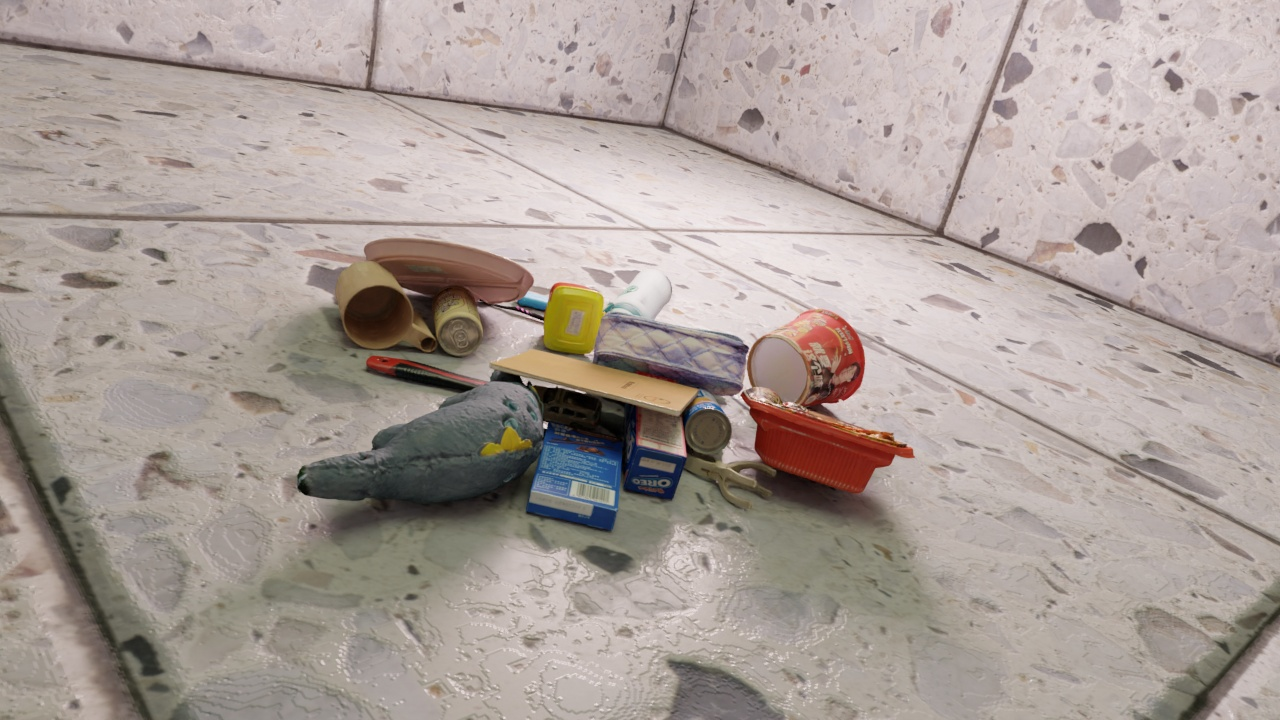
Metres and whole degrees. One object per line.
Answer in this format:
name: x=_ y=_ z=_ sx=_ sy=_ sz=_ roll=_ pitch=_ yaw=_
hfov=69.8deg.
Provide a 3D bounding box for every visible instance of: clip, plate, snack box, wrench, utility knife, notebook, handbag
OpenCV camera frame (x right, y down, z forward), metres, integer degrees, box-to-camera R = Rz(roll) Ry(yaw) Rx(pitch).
clip: x=0.092 y=0.127 z=0.990 sx=0.103 sy=0.035 sz=0.092 roll=13 pitch=19 yaw=9
plate: x=-0.259 y=-0.116 z=1.242 sx=0.229 sy=0.028 sz=0.230 roll=8 pitch=-11 yaw=1
snack box: x=-0.063 y=0.113 z=0.929 sx=0.084 sy=0.026 sz=0.157 roll=13 pitch=21 yaw=-4
wrench: x=-0.185 y=0.029 z=1.078 sx=0.273 sy=0.016 sz=0.056 roll=12 pitch=21 yaw=-8
utility knife: x=-0.093 y=-0.075 z=1.407 sx=0.199 sy=0.018 sz=0.034 roll=13 pitch=20 yaw=-7
notebook: x=-0.045 y=0.021 z=1.013 sx=0.208 sy=0.008 sz=0.147 roll=14 pitch=10 yaw=10
handbag: x=0.039 y=-0.008 z=1.159 sx=0.194 sy=0.075 sz=0.134 roll=13 pitch=-11 yaw=-3
snack box: x=0.013 y=0.078 z=1.029 sx=0.058 sy=0.057 sz=0.207 roll=15 pitch=20 yaw=-6
snack box: x=-0.095 y=-0.062 z=1.275 sx=0.082 sy=0.091 sz=0.080 roll=9 pitch=15 yaw=-14

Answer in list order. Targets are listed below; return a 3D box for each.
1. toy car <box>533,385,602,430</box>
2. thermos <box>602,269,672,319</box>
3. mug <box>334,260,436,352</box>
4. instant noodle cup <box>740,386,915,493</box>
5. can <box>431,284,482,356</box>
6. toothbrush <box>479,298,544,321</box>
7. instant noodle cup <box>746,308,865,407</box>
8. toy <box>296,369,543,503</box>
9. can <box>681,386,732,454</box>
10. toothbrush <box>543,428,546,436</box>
toy car: x=-0.089 y=0.051 z=1.042 sx=0.090 sy=0.035 sz=0.042 roll=13 pitch=46 yaw=2
thermos: x=-0.009 y=-0.079 z=1.373 sx=0.073 sy=0.073 sz=0.223 roll=18 pitch=24 yaw=8
mug: x=-0.320 y=-0.063 z=1.154 sx=0.124 sy=0.084 sz=0.103 roll=31 pitch=8 yaw=-33
instant noodle cup: x=0.202 y=0.092 z=1.047 sx=0.189 sy=0.079 sz=0.164 roll=17 pitch=3 yaw=2
can: x=-0.239 y=-0.053 z=1.193 sx=0.058 sy=0.059 sz=0.116 roll=7 pitch=22 yaw=-19
toothbrush: x=-0.160 y=-0.070 z=1.349 sx=0.189 sy=0.018 sz=0.014 roll=19 pitch=15 yaw=9
instant noodle cup: x=0.222 y=0.006 z=1.261 sx=0.108 sy=0.138 sz=0.138 roll=-17 pitch=37 yaw=-41
toy: x=-0.169 y=0.072 z=0.873 sx=0.138 sy=0.091 sz=0.355 roll=20 pitch=21 yaw=18
can: x=0.071 y=0.067 z=1.068 sx=0.053 sy=0.053 sz=0.134 roll=13 pitch=9 yaw=-5
toothbrush: x=-0.128 y=0.079 z=1.002 sx=0.188 sy=0.017 sz=0.014 roll=9 pitch=33 yaw=-23
